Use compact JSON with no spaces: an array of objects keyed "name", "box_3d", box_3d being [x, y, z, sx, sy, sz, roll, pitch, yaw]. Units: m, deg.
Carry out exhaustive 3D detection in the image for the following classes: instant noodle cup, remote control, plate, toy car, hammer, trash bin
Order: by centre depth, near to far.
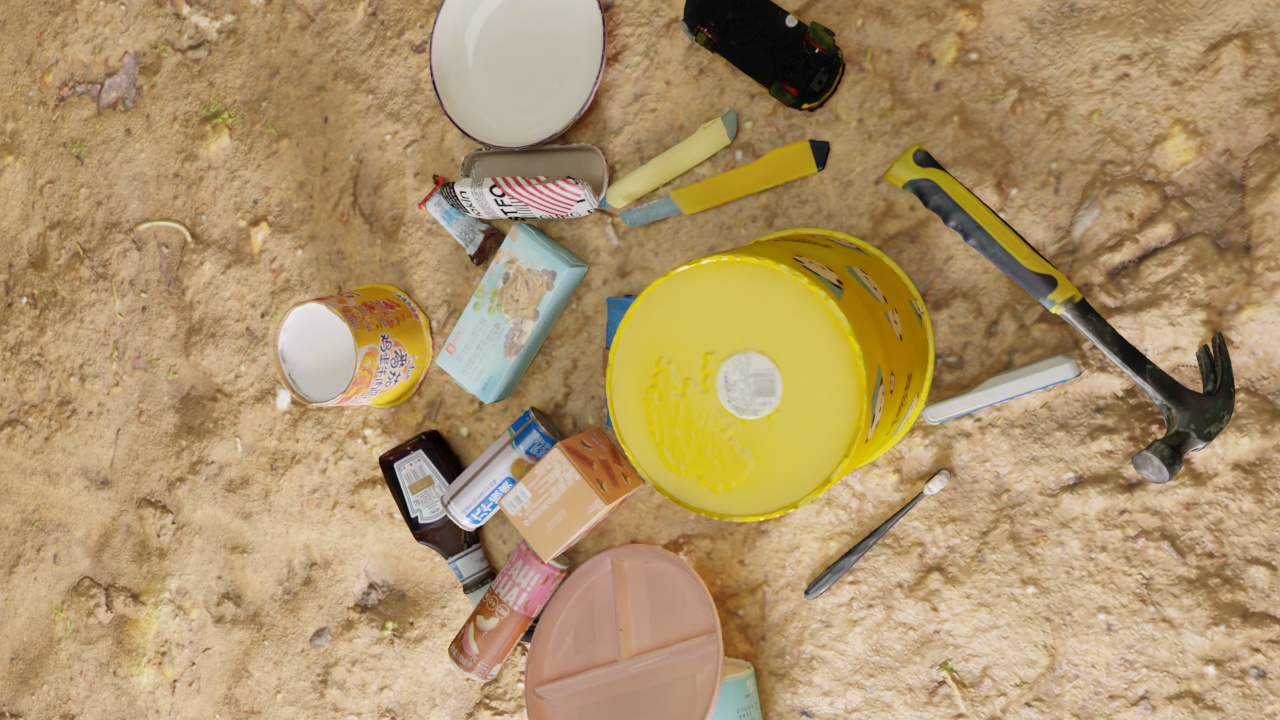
[{"name":"trash bin","box_3d":[0.105,0.006,0.729,0.230,0.254,0.229,2,97,22]},{"name":"hammer","box_3d":[0.327,-0.059,0.732,0.126,0.032,0.323,-35,71,-18]},{"name":"remote control","box_3d":[0.299,0.023,0.765,0.125,0.049,0.024,-23,85,22]},{"name":"toy car","box_3d":[0.108,-0.282,0.807,0.156,0.041,0.071,38,108,12]},{"name":"instant noodle cup","box_3d":[0.073,0.349,0.871,0.111,0.111,0.120,-5,86,22]},{"name":"plate","box_3d":[-0.016,0.289,0.873,0.230,0.028,0.229,-20,53,29]},{"name":"plate","box_3d":[-0.114,-0.299,0.892,0.193,0.039,0.192,1,94,22]},{"name":"instant noodle cup","box_3d":[-0.308,-0.013,0.968,0.138,0.109,0.138,2,96,21]}]

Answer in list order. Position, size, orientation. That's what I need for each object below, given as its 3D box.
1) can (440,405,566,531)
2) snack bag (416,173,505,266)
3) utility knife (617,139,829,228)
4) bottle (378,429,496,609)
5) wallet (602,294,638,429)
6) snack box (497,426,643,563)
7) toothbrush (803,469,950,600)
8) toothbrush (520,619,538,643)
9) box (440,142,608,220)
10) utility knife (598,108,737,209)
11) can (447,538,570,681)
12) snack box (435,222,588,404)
[{"name":"can","box_3d":[-0.140,0.110,0.931,0.135,0.053,0.053,-44,80,6]},{"name":"snack bag","box_3d":[-0.189,-0.146,0.949,0.105,0.026,0.045,44,100,10]},{"name":"utility knife","box_3d":[0.075,-0.161,0.848,0.209,0.015,0.033,-15,91,20]},{"name":"bottle","box_3d":[-0.207,0.174,0.986,0.080,0.044,0.195,-29,87,12]},{"name":"wallet","box_3d":[-0.005,0.005,0.863,0.040,0.106,0.133,-2,96,-23]},{"name":"snack box","box_3d":[-0.067,0.129,0.897,0.093,0.094,0.077,-44,80,20]},{"name":"toothbrush","box_3d":[0.212,0.162,0.834,0.015,0.018,0.181,45,111,8]},{"name":"toothbrush","box_3d":[-0.073,0.290,0.958,0.213,0.027,0.026,5,142,20]},{"name":"box","box_3d":[-0.111,-0.180,0.899,0.163,0.076,0.087,0,64,22]},{"name":"utility knife","box_3d":[0.022,-0.184,0.867,0.168,0.018,0.031,-25,83,21]},{"name":"can","box_3d":[-0.135,0.253,0.940,0.058,0.058,0.147,35,91,14]},{"name":"snack box","box_3d":[-0.131,-0.046,0.925,0.074,0.051,0.175,37,108,13]}]
